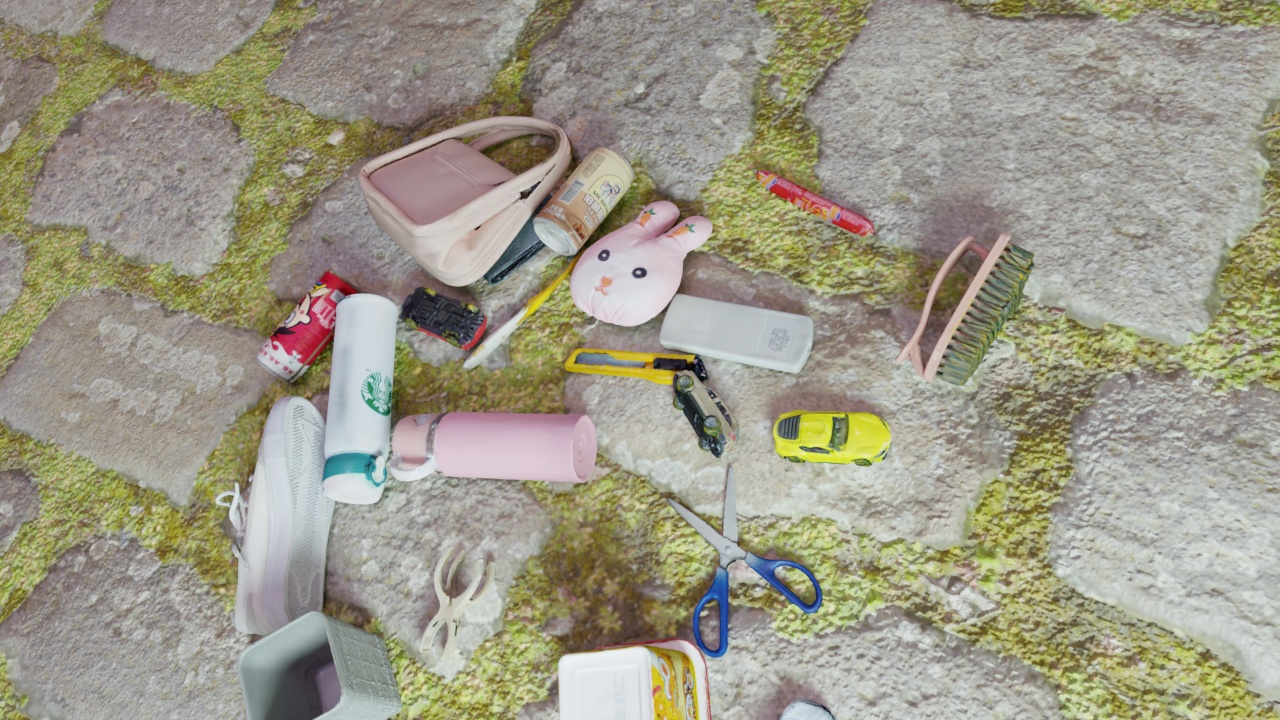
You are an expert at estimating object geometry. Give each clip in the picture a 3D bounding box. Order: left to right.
[{"bbox_3d":[-0.186,0.223,0.871,0.084,0.035,0.104,34,87,25],"label":"clip"}]

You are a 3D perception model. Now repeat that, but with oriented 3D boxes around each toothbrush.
[{"bbox_3d":[-0.123,-0.058,0.992,0.191,0.016,0.018,-44,50,-6],"label":"toothbrush"}]

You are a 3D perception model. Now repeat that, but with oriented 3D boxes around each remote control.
[{"bbox_3d":[0.094,-0.027,0.902,0.150,0.021,0.058,12,70,23],"label":"remote control"}]

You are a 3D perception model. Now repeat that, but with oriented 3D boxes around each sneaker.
[{"bbox_3d":[-0.374,0.158,0.937,0.091,0.089,0.242,-11,69,18],"label":"sneaker"}]

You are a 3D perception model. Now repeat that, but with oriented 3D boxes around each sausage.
[{"bbox_3d":[0.176,-0.162,0.941,0.156,0.020,0.020,34,79,29],"label":"sausage"}]

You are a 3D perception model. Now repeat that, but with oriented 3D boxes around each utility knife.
[{"bbox_3d":[-0.005,0.005,0.923,0.154,0.015,0.033,4,64,20],"label":"utility knife"}]

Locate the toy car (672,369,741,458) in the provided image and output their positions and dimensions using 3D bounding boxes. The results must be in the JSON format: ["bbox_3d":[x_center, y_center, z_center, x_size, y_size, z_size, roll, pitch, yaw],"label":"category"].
[{"bbox_3d":[0.060,0.048,0.867,0.035,0.042,0.090,-24,63,-21],"label":"toy car"}]

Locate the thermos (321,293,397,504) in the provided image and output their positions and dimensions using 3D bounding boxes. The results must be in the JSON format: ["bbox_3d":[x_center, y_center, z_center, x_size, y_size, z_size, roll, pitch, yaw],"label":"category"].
[{"bbox_3d":[-0.294,0.041,0.971,0.073,0.073,0.223,-11,63,13],"label":"thermos"}]

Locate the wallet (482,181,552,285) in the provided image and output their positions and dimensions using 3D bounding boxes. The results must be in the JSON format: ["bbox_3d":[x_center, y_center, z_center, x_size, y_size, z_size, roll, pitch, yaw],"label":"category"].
[{"bbox_3d":[-0.148,-0.152,1.044,0.121,0.019,0.097,-39,59,-4],"label":"wallet"}]

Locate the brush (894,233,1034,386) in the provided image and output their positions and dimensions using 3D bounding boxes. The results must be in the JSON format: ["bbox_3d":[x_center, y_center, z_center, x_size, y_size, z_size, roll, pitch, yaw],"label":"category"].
[{"bbox_3d":[0.289,-0.043,0.823,0.073,0.063,0.145,30,79,23],"label":"brush"}]

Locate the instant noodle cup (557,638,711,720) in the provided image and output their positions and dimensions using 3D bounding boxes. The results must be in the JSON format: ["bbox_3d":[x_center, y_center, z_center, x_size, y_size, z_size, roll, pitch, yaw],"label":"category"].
[{"bbox_3d":[-0.009,0.278,0.733,0.116,0.124,0.116,-10,63,13],"label":"instant noodle cup"}]

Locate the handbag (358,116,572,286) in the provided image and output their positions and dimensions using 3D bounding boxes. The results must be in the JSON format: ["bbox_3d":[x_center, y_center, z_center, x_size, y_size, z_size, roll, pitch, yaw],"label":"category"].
[{"bbox_3d":[-0.183,-0.205,1.039,0.233,0.093,0.193,-39,49,-16],"label":"handbag"}]

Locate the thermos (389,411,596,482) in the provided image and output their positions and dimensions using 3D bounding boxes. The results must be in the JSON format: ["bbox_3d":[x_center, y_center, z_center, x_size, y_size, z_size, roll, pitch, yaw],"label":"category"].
[{"bbox_3d":[-0.148,0.088,0.895,0.199,0.067,0.087,0,31,16],"label":"thermos"}]

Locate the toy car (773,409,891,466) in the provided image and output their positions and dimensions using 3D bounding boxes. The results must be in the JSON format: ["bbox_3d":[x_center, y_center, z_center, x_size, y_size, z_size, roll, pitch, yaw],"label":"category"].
[{"bbox_3d":[0.172,0.067,0.827,0.105,0.032,0.048,2,66,17],"label":"toy car"}]

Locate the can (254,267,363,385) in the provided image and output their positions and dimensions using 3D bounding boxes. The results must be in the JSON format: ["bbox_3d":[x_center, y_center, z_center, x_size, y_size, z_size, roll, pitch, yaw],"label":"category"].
[{"bbox_3d":[-0.375,-0.038,1.043,0.053,0.053,0.132,32,78,28],"label":"can"}]

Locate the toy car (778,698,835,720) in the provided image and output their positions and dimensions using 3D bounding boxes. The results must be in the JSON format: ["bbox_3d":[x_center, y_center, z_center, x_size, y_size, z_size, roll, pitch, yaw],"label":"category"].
[{"bbox_3d":[0.114,0.317,0.728,0.049,0.031,0.105,37,80,28],"label":"toy car"}]

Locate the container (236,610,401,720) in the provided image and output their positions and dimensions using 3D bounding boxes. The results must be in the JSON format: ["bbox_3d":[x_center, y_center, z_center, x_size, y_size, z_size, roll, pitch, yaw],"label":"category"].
[{"bbox_3d":[-0.281,0.290,0.821,0.090,0.114,0.090,-29,60,3],"label":"container"}]

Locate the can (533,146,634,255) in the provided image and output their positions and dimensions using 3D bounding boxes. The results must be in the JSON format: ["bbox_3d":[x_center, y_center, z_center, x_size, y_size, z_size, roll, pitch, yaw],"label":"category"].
[{"bbox_3d":[-0.061,-0.173,0.995,0.058,0.058,0.116,27,69,27],"label":"can"}]

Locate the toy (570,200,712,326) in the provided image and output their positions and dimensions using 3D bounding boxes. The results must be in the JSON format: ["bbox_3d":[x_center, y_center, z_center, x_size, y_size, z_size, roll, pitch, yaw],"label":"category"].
[{"bbox_3d":[0.000,-0.105,0.954,0.121,0.054,0.159,28,70,33],"label":"toy"}]

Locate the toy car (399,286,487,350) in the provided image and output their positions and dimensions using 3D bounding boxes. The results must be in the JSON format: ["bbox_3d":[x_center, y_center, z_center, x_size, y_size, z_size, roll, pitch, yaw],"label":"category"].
[{"bbox_3d":[-0.217,-0.047,1.008,0.106,0.031,0.049,21,73,24],"label":"toy car"}]

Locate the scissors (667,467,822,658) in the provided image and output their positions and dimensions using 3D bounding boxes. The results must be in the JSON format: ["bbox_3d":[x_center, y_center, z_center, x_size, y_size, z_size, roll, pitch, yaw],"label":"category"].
[{"bbox_3d":[0.084,0.181,0.813,0.162,0.012,0.174,13,69,24],"label":"scissors"}]
